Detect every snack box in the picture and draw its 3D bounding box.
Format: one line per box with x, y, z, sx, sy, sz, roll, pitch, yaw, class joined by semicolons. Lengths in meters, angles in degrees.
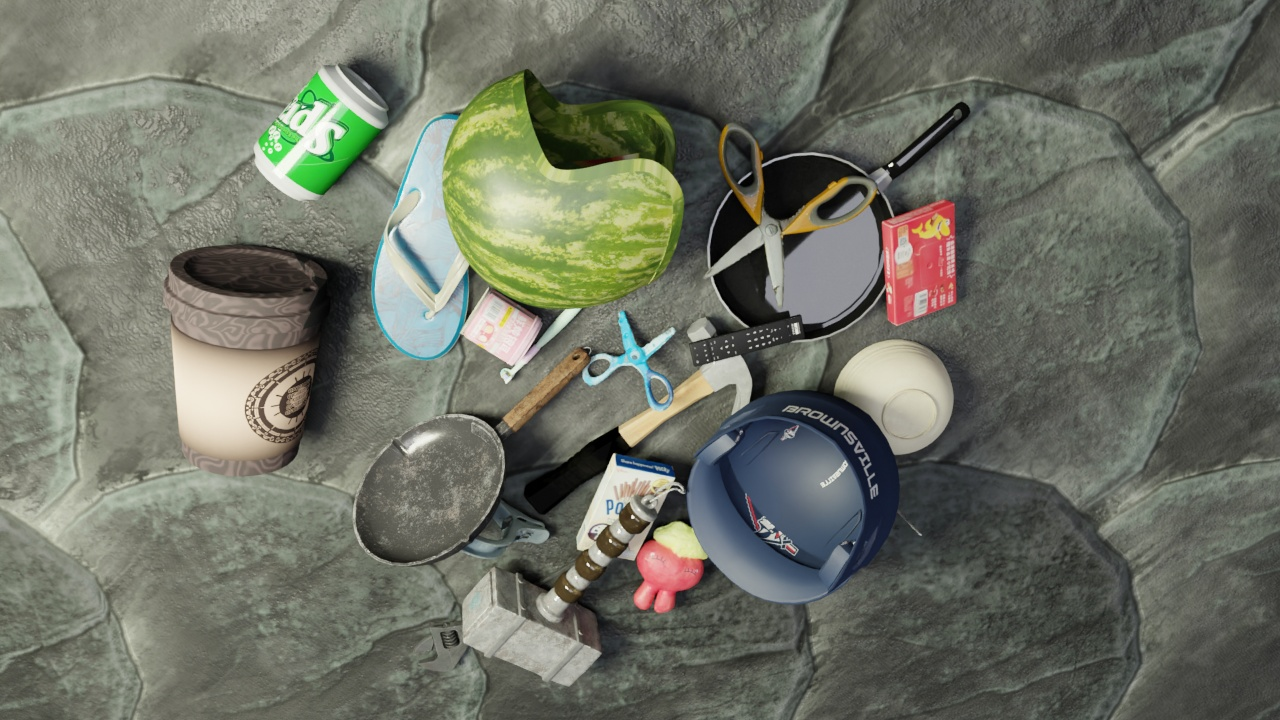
-0.020;0.189;1.170;0.082;0.026;0.150;14;121;-16;snack box
0.333;-0.115;1.090;0.089;0.021;0.133;-20;121;-13;snack box

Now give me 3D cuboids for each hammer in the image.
-0.007;0.088;1.157;0.328;0.039;0.131;-35;107;9;hammer
-0.069;0.263;1.158;0.177;0.079;0.327;33;109;-26;hammer

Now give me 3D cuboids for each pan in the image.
0.240;-0.176;1.084;0.357;0.034;0.225;-41;105;10;pan
-0.190;0.108;1.111;0.356;0.207;0.040;-40;138;-10;pan

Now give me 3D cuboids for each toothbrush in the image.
-0.116;-0.030;1.124;0.155;0.022;0.015;-44;141;10;toothbrush
0.300;0.163;1.120;0.010;0.181;0.010;25;102;-20;toothbrush

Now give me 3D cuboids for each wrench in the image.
-0.188;0.341;1.241;0.273;0.018;0.073;-31;107;6;wrench

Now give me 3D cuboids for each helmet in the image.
-0.088;-0.171;0.975;0.247;0.212;0.244;13;126;-11;helmet
0.180;0.162;1.097;0.232;0.222;0.273;45;112;15;helmet

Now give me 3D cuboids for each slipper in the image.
-0.245;-0.136;1.062;0.118;0.060;0.295;16;106;-4;slipper

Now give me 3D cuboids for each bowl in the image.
0.324;0.055;1.142;0.150;0.075;0.151;-1;108;-3;bowl

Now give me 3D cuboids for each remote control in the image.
0.128;-0.024;1.102;0.140;0.009;0.030;-15;108;-4;remote control

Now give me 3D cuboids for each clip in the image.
-0.200;0.190;1.146;0.165;0.164;0.032;42;106;5;clip

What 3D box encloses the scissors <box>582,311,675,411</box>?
-0.006;0.007;1.116;0.134;0.011;0.140;-35;75;16;scissors

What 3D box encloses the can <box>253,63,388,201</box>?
-0.349;-0.248;1.005;0.140;0.087;0.088;-44;105;11;can

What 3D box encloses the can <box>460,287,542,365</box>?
-0.165;-0.040;1.091;0.076;0.067;0.067;32;103;-12;can

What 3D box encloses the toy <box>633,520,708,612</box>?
0.038;0.273;1.213;0.091;0.045;0.135;26;99;-9;toy

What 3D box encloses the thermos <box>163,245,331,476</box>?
-0.449;0.003;1.046;0.172;0.172;0.226;11;113;-6;thermos

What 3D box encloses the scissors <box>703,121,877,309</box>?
0.165;-0.171;1.057;0.230;0.016;0.225;-14;108;3;scissors
